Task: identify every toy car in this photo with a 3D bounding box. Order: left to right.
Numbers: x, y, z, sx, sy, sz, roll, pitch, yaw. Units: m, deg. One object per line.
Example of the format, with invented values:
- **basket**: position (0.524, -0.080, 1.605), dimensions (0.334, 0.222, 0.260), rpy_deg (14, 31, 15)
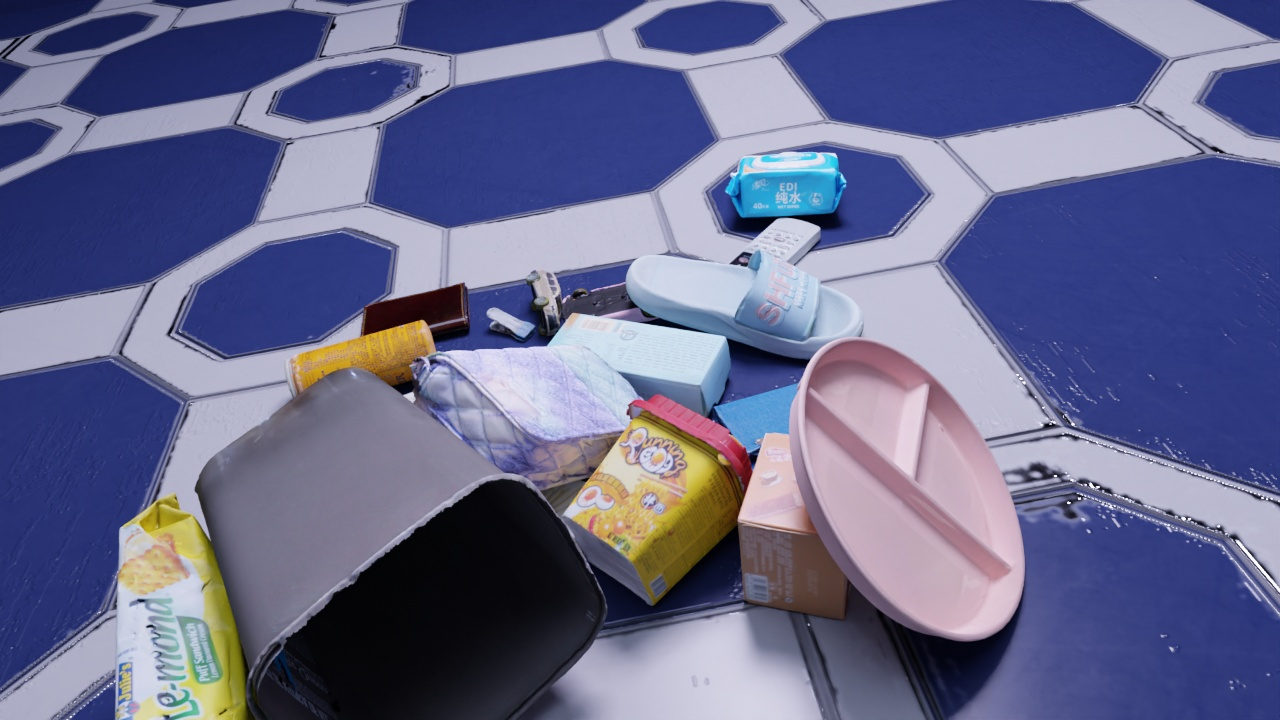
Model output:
- **toy car**: position (-0.103, -0.064, 1.005), dimensions (0.035, 0.042, 0.090), rpy_deg (-12, 38, -7)
- **toy car**: position (-0.024, -0.057, 0.986), dimensions (0.122, 0.037, 0.056), rpy_deg (-12, 42, -1)

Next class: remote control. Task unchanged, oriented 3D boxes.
- **remote control**: position (0.145, -0.119, 1.041), dimensions (0.058, 0.021, 0.149), rpy_deg (21, 46, 32)

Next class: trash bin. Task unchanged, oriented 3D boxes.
- **trash bin**: position (-0.177, 0.134, 0.626), dimensions (0.198, 0.199, 0.220), rpy_deg (-39, 44, -17)

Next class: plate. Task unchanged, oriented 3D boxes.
- **plate**: position (0.191, 0.089, 0.660), dimensions (0.028, 0.229, 0.228), rpy_deg (-38, 17, 42)

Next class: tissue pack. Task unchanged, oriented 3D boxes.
- **tissue pack**: position (0.176, -0.215, 1.108), dimensions (0.140, 0.063, 0.089), rpy_deg (0, 26, 11)

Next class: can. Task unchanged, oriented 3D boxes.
- **can**: position (-0.284, 0.005, 0.943), dimensions (0.146, 0.058, 0.058), rpy_deg (-16, 39, -9)

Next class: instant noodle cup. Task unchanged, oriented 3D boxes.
- **instant noodle cup**: position (0.014, 0.111, 0.718), dimensions (0.116, 0.116, 0.123), rpy_deg (27, 62, 36)

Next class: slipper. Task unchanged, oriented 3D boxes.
- **slipper**: position (0.105, -0.072, 0.928), dimensions (0.245, 0.074, 0.103), rpy_deg (14, 40, 10)

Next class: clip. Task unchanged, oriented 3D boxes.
- **clip**: position (-0.142, -0.039, 1.002), dimensions (0.057, 0.029, 0.024), rpy_deg (22, 49, 24)

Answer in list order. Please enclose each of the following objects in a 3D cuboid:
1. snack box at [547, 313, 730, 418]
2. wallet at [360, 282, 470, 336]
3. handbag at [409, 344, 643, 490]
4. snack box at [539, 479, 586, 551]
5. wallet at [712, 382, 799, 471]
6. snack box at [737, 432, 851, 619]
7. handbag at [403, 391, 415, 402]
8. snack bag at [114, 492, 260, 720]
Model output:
- **snack box**: position (-0.005, 0.005, 0.892), dimensions (0.175, 0.052, 0.074), rpy_deg (9, 43, 23)
- **wallet**: position (-0.255, -0.051, 1.039), dimensions (0.122, 0.020, 0.096), rpy_deg (-13, 34, -4)
- **handbag**: position (-0.084, 0.042, 0.770), dimensions (0.134, 0.076, 0.193), rpy_deg (43, 22, 24)
- **snack box**: position (-0.099, 0.154, 0.735), dimensions (0.085, 0.027, 0.156), rpy_deg (17, 50, 29)
- **wallet**: position (0.141, 0.057, 0.811), dimensions (0.133, 0.040, 0.106), rpy_deg (-16, 30, -8)
- **snack box**: position (0.123, 0.122, 0.687), dimensions (0.077, 0.093, 0.094), rpy_deg (6, 41, 18)
- **handbag**: position (-0.184, 0.056, 0.855), dimensions (0.163, 0.063, 0.178), rpy_deg (0, 31, 4)
- **snack bag**: position (-0.282, 0.220, 0.599), dimensions (0.068, 0.158, 0.246), rpy_deg (-16, 39, -18)
